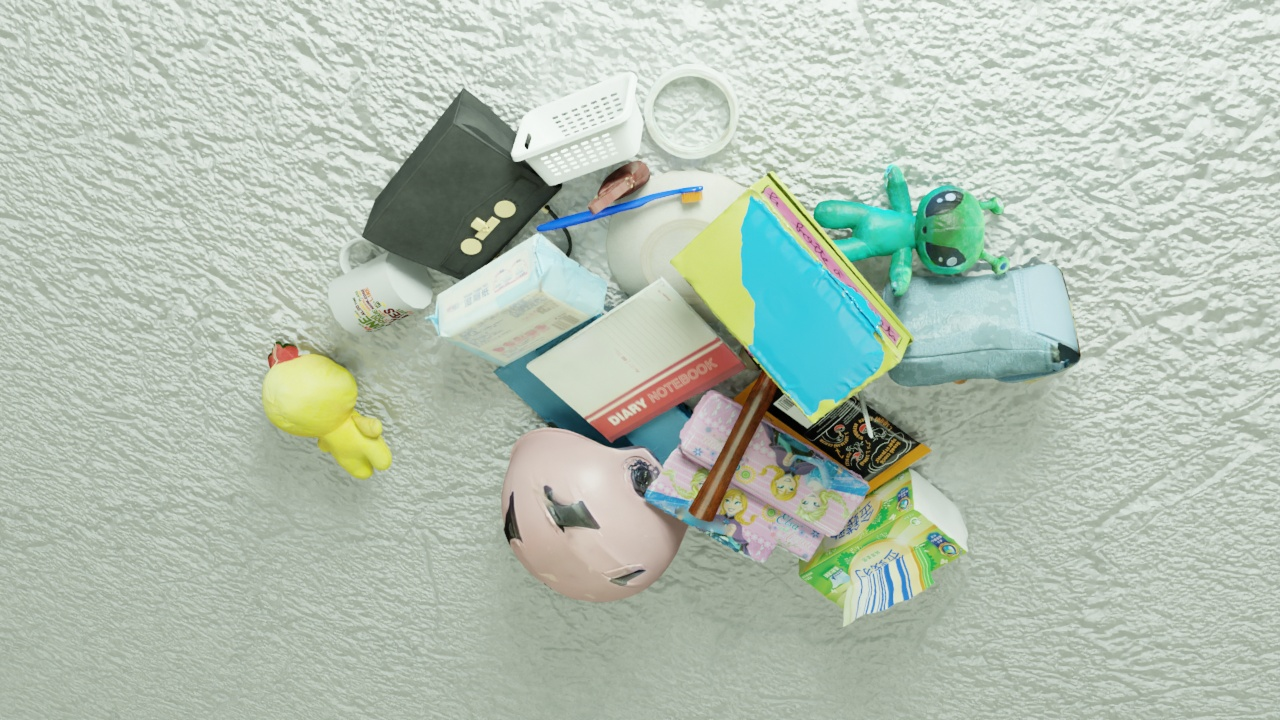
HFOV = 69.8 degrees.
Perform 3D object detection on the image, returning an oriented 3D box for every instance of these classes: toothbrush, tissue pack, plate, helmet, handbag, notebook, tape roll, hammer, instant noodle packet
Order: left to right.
[{"bbox_3d":[-0.162,-0.156,0.987,0.195,0.072,0.176,32,126,-27],"label":"handbag"},{"bbox_3d":[-0.139,-0.061,1.020,0.182,0.070,0.112,-26,149,26],"label":"tissue pack"},{"bbox_3d":[-0.073,0.207,1.157,0.231,0.152,0.255,-14,125,36],"label":"helmet"},{"bbox_3d":[-0.029,-0.165,0.907,0.055,0.119,0.029,-26,105,26],"label":"handbag"},{"bbox_3d":[-0.023,-0.154,0.951,0.183,0.016,0.018,-12,105,15],"label":"toothbrush"},{"bbox_3d":[-0.006,0.006,1.049,0.209,0.012,0.153,-31,119,30],"label":"notebook"},{"bbox_3d":[0.054,-0.112,0.989,0.189,0.027,0.189,5,127,7],"label":"plate"},{"bbox_3d":[0.050,-0.244,0.902,0.093,0.013,0.093,5,127,6],"label":"tape roll"},{"bbox_3d":[0.131,0.048,1.020,0.111,0.028,0.301,21,104,-19],"label":"hammer"},{"bbox_3d":[0.212,0.093,1.108,0.220,0.032,0.160,35,127,-15],"label":"instant noodle packet"},{"bbox_3d":[0.229,0.017,0.956,0.010,0.181,0.010,35,121,-22],"label":"toothbrush"},{"bbox_3d":[0.299,0.251,1.140,0.120,0.141,0.198,33,125,-14],"label":"tissue pack"},{"bbox_3d":[0.347,-0.025,0.948,0.192,0.121,0.119,-8,145,16],"label":"handbag"}]

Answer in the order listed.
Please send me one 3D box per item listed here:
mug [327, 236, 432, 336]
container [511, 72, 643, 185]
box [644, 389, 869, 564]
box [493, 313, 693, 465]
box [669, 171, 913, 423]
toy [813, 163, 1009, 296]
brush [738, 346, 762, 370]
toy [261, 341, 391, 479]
[{"bbox_3d":[-0.303,-0.091,1.049,0.090,0.073,0.105,-22,94,24],"label":"mug"},{"bbox_3d":[-0.055,-0.222,0.898,0.129,0.080,0.049,-15,134,23],"label":"container"},{"bbox_3d":[0.136,0.154,1.086,0.230,0.035,0.159,30,100,-12],"label":"box"},{"bbox_3d":[-0.049,0.057,1.130,0.175,0.033,0.231,-33,115,29],"label":"box"},{"bbox_3d":[0.149,-0.060,0.900,0.221,0.080,0.125,46,122,-1],"label":"box"},{"bbox_3d":[0.269,-0.128,0.915,0.193,0.072,0.130,1,91,10],"label":"toy"},{"bbox_3d":[0.132,-0.004,1.064,0.152,0.012,0.039,-26,118,26],"label":"brush"},{"bbox_3d":[-0.403,0.070,1.168,0.134,0.092,0.207,-26,120,29],"label":"toy"}]
